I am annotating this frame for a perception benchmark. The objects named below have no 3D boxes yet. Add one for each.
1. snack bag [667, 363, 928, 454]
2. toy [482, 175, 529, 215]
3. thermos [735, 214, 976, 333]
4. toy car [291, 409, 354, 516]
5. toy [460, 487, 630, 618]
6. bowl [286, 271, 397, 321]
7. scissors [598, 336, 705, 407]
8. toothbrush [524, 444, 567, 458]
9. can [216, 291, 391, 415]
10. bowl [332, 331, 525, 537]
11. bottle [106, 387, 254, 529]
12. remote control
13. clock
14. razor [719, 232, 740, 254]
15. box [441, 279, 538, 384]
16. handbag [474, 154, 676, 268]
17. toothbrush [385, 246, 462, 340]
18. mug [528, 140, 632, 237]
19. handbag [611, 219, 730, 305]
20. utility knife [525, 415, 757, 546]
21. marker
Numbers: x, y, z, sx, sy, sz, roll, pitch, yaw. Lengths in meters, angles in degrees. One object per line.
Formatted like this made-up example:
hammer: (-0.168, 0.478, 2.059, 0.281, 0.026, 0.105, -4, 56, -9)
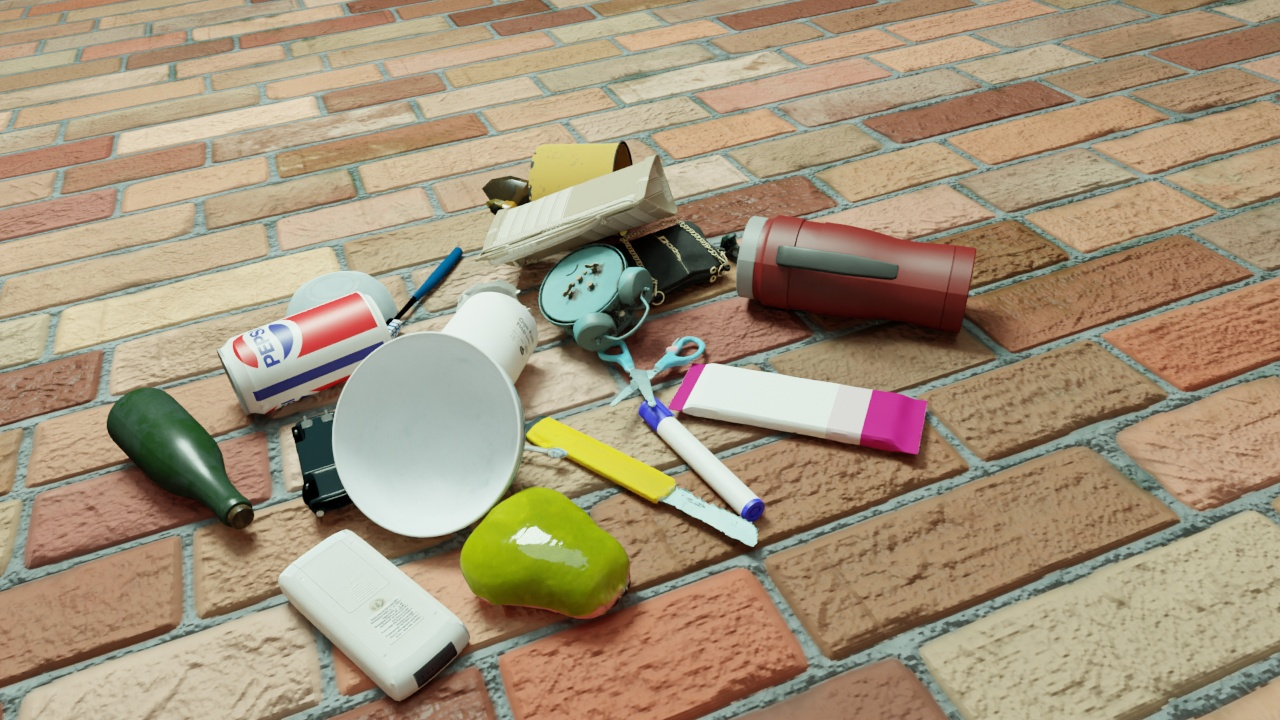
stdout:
snack bag: (0.125, 0.037, 0.737, 0.197, 0.016, 0.070, 9, 35, 18)
toy: (-0.140, -0.167, 1.002, 0.076, 0.063, 0.100, 32, 21, -10)
thermos: (0.188, -0.079, 0.816, 0.199, 0.084, 0.108, 11, 3, 17)
toy car: (-0.241, 0.079, 0.709, 0.046, 0.034, 0.112, -18, 38, -17)
toy: (-0.060, 0.131, 0.606, 0.110, 0.051, 0.089, 22, 47, 27)
bowl: (-0.292, -0.054, 0.886, 0.106, 0.039, 0.106, -3, 37, 2)
scissors: (-0.007, 0.005, 0.781, 0.111, 0.015, 0.140, 10, 25, 28)
toothbrush: (-0.144, 0.062, 0.731, 0.186, 0.022, 0.024, 7, 3, 16)
can: (-0.289, -0.007, 0.797, 0.131, 0.070, 0.070, -25, 42, -25)
bowl: (-0.143, 0.055, 0.677, 0.144, 0.144, 0.074, 6, -4, 14)
bottle: (-0.347, 0.080, 0.704, 0.174, 0.055, 0.055, 28, 48, 34)
remote control: (-0.176, 0.162, 0.599, 0.138, 0.025, 0.060, 27, 47, 32)
clock: (-0.036, -0.054, 0.822, 0.090, 0.053, 0.124, -47, 47, -5)
razor: (0.153, -0.112, 0.929, 0.144, 0.043, 0.022, 1, 81, 2)
box: (-0.136, -0.014, 0.786, 0.089, 0.080, 0.142, -5, 33, 24)
handbag: (-0.075, -0.122, 0.840, 0.176, 0.062, 0.197, -16, 13, 19)
toothbrush: (-0.216, -0.070, 0.918, 0.014, 0.014, 0.167, 16, 39, 9)
mug: (-0.060, -0.182, 0.991, 0.094, 0.100, 0.123, 2, 1, 12)
handbag: (0.027, -0.092, 0.900, 0.128, 0.054, 0.079, -23, 52, -27)
utility knife: (-0.006, 0.087, 0.686, 0.224, 0.019, 0.030, 20, 49, 36)
marker: (0.044, 0.072, 0.697, 0.020, 0.020, 0.141, -23, 41, -23)
